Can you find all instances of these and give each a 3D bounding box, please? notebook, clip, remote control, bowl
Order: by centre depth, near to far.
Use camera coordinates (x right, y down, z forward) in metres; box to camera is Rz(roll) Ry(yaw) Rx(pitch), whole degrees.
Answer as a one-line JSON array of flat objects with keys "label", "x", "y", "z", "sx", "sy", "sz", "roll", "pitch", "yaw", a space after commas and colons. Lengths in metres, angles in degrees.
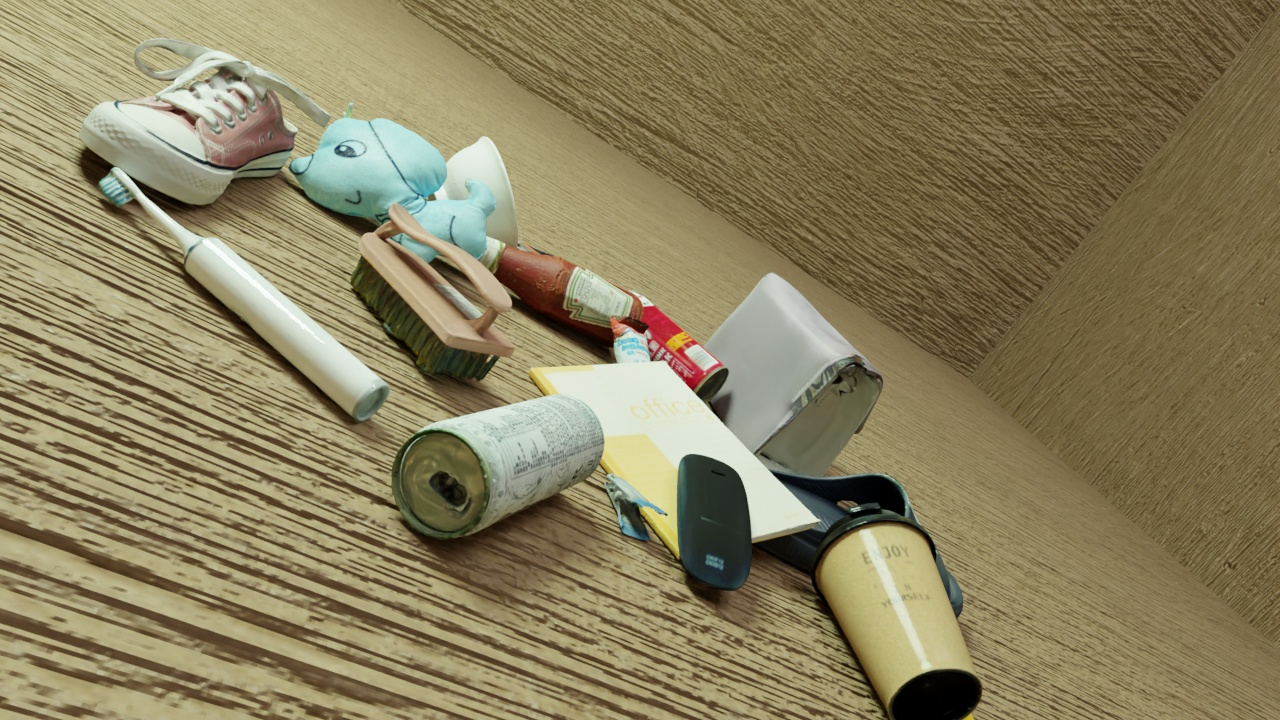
[{"label": "clip", "x": -0.008, "y": 0.093, "z": 0.605, "sx": 0.027, "sy": 0.044, "sz": 0.058, "roll": 22, "pitch": 15, "yaw": -35}, {"label": "remote control", "x": 0.051, "y": 0.101, "z": 0.621, "sx": 0.053, "sy": 0.024, "sz": 0.136, "roll": 18, "pitch": 28, "yaw": -8}, {"label": "notebook", "x": 0.023, "y": 0.066, "z": 0.701, "sx": 0.145, "sy": 0.010, "sz": 0.206, "roll": -2, "pitch": 37, "yaw": -41}, {"label": "bowl", "x": -0.168, "y": -0.151, "z": 0.889, "sx": 0.064, "sy": 0.118, "sz": 0.118, "roll": -17, "pitch": 40, "yaw": -20}]

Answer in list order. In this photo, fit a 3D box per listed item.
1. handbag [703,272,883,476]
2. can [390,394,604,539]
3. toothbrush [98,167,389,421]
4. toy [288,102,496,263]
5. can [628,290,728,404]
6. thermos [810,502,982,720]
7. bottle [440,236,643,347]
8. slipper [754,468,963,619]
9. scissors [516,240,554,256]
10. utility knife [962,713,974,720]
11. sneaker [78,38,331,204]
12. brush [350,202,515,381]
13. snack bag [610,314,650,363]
[{"label": "handbag", "x": 0.146, "y": 0.018, "z": 0.924, "sx": 0.098, "sy": 0.145, "sz": 0.197, "roll": 24, "pitch": 19, "yaw": -26}, {"label": "can", "x": -0.072, "y": 0.054, "z": 0.506, "sx": 0.058, "sy": 0.058, "sz": 0.146, "roll": 39, "pitch": 15, "yaw": 13}, {"label": "toothbrush", "x": -0.230, "y": -0.043, "z": 0.523, "sx": 0.221, "sy": 0.026, "sz": 0.027, "roll": 38, "pitch": -23, "yaw": 11}, {"label": "toy", "x": -0.207, "y": -0.148, "z": 0.775, "sx": 0.161, "sy": 0.050, "sz": 0.156, "roll": -13, "pitch": 74, "yaw": -21}, {"label": "can", "x": 0.024, "y": -0.013, "z": 0.926, "sx": 0.133, "sy": 0.053, "sz": 0.053, "roll": 42, "pitch": 16, "yaw": 23}, {"label": "thermos", "x": 0.175, "y": 0.174, "z": 0.629, "sx": 0.093, "sy": 0.093, "sz": 0.143, "roll": 29, "pitch": 23, "yaw": -22}, {"label": "bottle", "x": -0.094, "y": -0.073, "z": 0.854, "sx": 0.206, "sy": 0.060, "sz": 0.059, "roll": 25, "pitch": 18, "yaw": -25}, {"label": "slipper", "x": 0.187, "y": 0.140, "z": 0.762, "sx": 0.268, "sy": 0.083, "sz": 0.110, "roll": 26, "pitch": 19, "yaw": -25}, {"label": "scissors", "x": -0.120, "y": -0.113, "z": 0.993, "sx": 0.224, "sy": 0.015, "sz": 0.189, "roll": 21, "pitch": 18, "yaw": -42}, {"label": "utility knife", "x": 0.212, "y": 0.248, "z": 0.611, "sx": 0.033, "sy": 0.015, "sz": 0.177, "roll": 26, "pitch": 18, "yaw": -11}, {"label": "sneaker", "x": -0.301, "y": -0.175, "z": 0.654, "sx": 0.118, "sy": 0.088, "sz": 0.240, "roll": 33, "pitch": 14, "yaw": -8}, {"label": "brush", "x": -0.148, "y": -0.051, "z": 0.639, "sx": 0.145, "sy": 0.073, "sz": 0.063, "roll": 42, "pitch": 17, "yaw": 31}, {"label": "snack bag", "x": -0.005, "y": 0.005, "z": 0.832, "sx": 0.045, "sy": 0.026, "sz": 0.105, "roll": 24, "pitch": 43, "yaw": -42}]
